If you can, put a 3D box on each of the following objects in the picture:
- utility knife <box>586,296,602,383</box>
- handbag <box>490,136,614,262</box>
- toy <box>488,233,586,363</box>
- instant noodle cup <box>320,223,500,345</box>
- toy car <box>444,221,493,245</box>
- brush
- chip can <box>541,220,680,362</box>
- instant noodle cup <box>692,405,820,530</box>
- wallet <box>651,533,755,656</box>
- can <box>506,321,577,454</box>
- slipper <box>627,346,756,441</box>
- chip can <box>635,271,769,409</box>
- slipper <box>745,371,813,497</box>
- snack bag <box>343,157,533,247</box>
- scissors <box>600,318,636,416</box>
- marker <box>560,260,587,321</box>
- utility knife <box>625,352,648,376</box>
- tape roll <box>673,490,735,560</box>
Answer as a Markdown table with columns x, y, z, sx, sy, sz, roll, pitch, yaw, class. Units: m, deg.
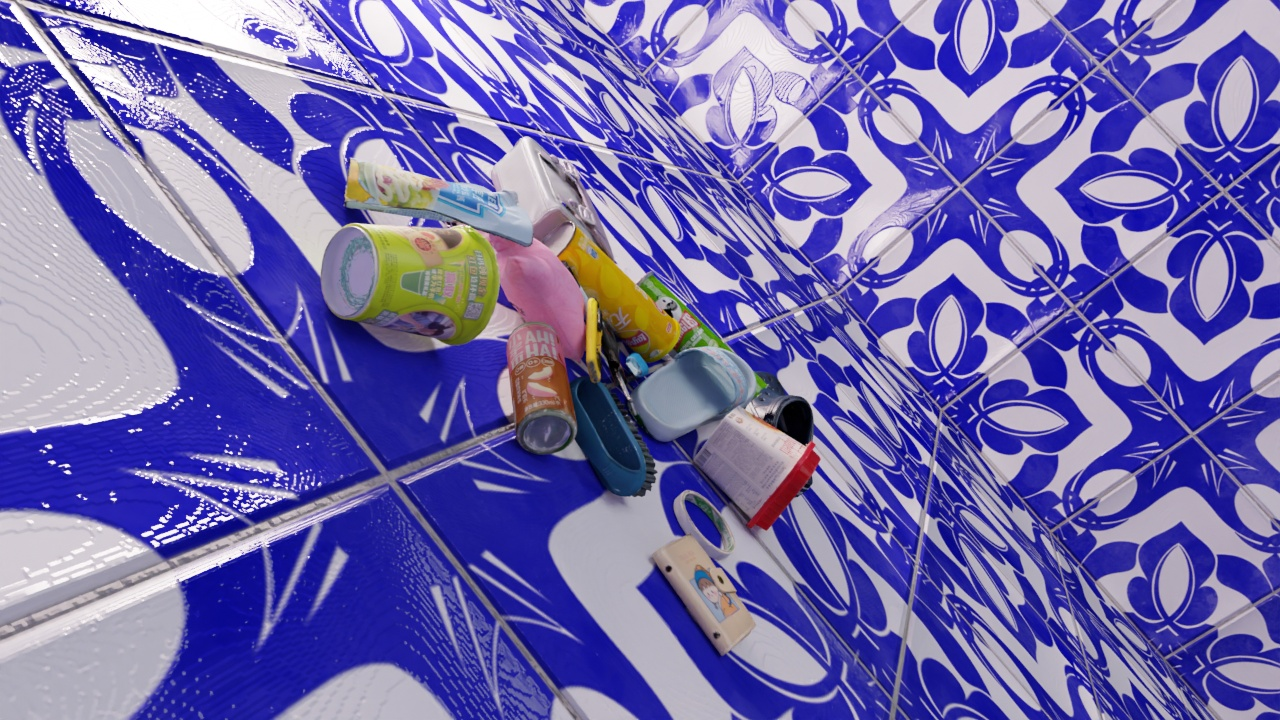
| x | y | z | sx | sy | sz | roll | pitch | yaw | class |
| --- | --- | --- | --- | --- | --- | --- | --- | --- | --- |
| -0.048 | -0.024 | 0.991 | 0.156 | 0.015 | 0.033 | -94 | 168 | -57 | utility knife |
| -0.114 | -0.200 | 1.255 | 0.145 | 0.099 | 0.196 | 37 | 21 | -41 | handbag |
| -0.106 | -0.071 | 1.011 | 0.178 | 0.074 | 0.194 | 58 | 3 | 28 | toy |
| -0.205 | -0.071 | 0.801 | 0.123 | 0.112 | 0.111 | 3 | 47 | -53 | instant noodle cup |
| -0.190 | -0.163 | 1.104 | 0.056 | 0.037 | 0.122 | 46 | 20 | 0 | toy car |
| -0.039 | 0.074 | 0.927 | 0.073 | 0.055 | 0.143 | 22 | 32 | -53 | brush |
| -0.039 | -0.085 | 1.181 | 0.213 | 0.072 | 0.072 | 42 | 19 | -31 | chip can |
| 0.141 | 0.127 | 1.136 | 0.124 | 0.117 | 0.116 | 38 | 18 | 9 | instant noodle cup |
| 0.065 | 0.227 | 0.903 | 0.115 | 0.024 | 0.087 | 52 | 25 | 16 | wallet |
| -0.098 | 0.025 | 0.896 | 0.058 | 0.058 | 0.147 | 34 | 23 | -32 | can |
| 0.074 | 0.030 | 1.163 | 0.104 | 0.074 | 0.244 | 51 | 36 | 11 | slipper |
| 0.074 | -0.020 | 1.302 | 0.236 | 0.072 | 0.072 | 44 | 19 | 3 | chip can |
| 0.205 | 0.090 | 1.356 | 0.105 | 0.095 | 0.252 | 39 | 24 | -30 | slipper |
| -0.208 | -0.167 | 0.954 | 0.190 | 0.039 | 0.110 | 8 | 24 | -20 | snack bag |
| -0.019 | 0.021 | 1.032 | 0.234 | 0.021 | 0.153 | -114 | -178 | -45 | scissors |
| -0.070 | -0.070 | 1.131 | 0.022 | 0.018 | 0.131 | 40 | -16 | 50 | marker |
| -0.006 | 0.006 | 1.091 | 0.034 | 0.018 | 0.225 | 56 | 2 | 1 | utility knife |
| 0.071 | 0.181 | 1.013 | 0.086 | 0.014 | 0.085 | 40 | 21 | -19 | tape roll |
